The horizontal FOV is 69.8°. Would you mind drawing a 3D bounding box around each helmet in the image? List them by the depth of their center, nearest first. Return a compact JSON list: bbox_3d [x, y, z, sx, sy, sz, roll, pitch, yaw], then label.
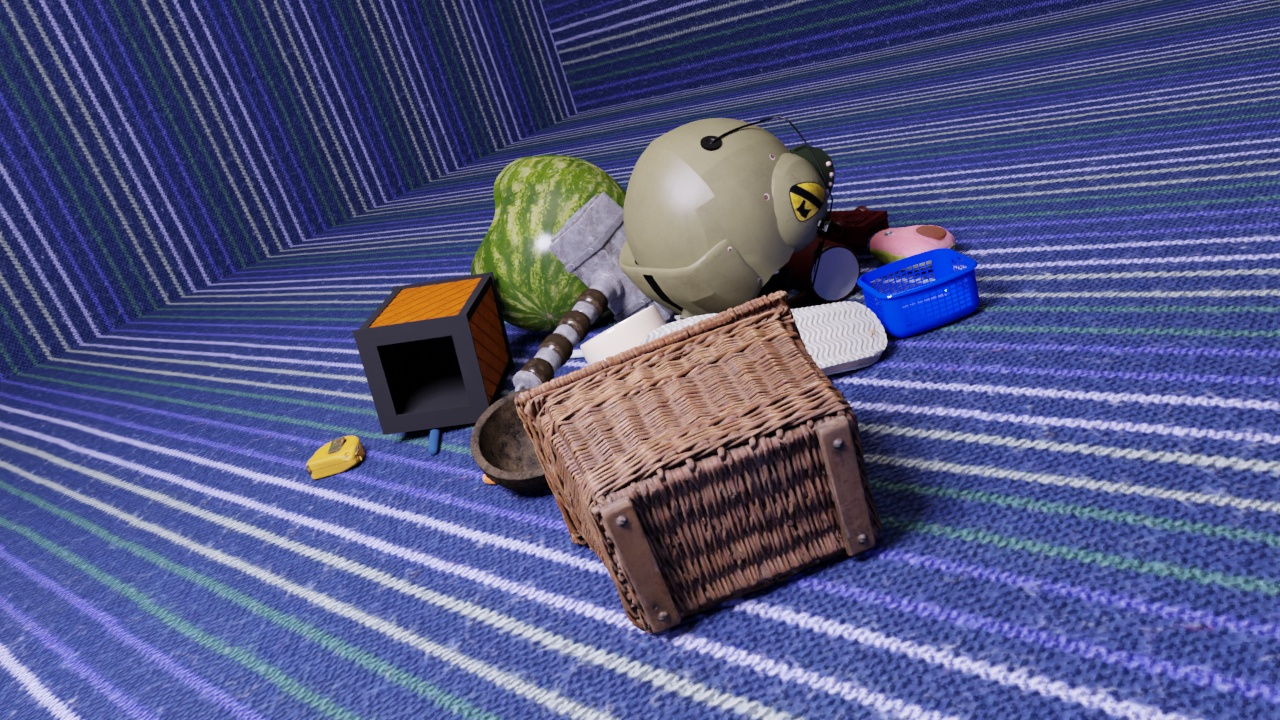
[{"bbox_3d":[0.092,-0.154,1.085,0.232,0.256,0.251,-29,23,-32],"label":"helmet"},{"bbox_3d":[-0.112,-0.157,1.327,0.243,0.213,0.246,5,57,18],"label":"helmet"}]

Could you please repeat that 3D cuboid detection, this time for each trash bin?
[{"bbox_3d":[-0.259,-0.013,1.186,0.140,0.140,0.171,-8,22,5],"label":"trash bin"}]

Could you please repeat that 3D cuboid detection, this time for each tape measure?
[{"bbox_3d":[-0.377,0.117,1.151,0.068,0.030,0.058,-15,24,8],"label":"tape measure"}]

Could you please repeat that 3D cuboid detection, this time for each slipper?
[{"bbox_3d":[0.128,-0.008,0.968,0.262,0.052,0.115,-9,52,-9],"label":"slipper"}]

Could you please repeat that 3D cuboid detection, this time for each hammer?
[{"bbox_3d":[-0.076,-0.047,1.111,0.080,0.177,0.325,-30,20,50],"label":"hammer"}]

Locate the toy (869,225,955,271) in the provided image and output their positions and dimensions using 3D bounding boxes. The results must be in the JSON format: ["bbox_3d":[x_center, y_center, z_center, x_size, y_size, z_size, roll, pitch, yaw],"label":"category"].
[{"bbox_3d":[0.338,-0.142,1.160,0.089,0.051,0.110,-31,24,-31],"label":"toy"}]

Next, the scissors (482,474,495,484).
[{"bbox_3d":[-0.125,0.099,1.017,0.125,0.011,0.131,-29,27,-25],"label":"scissors"}]

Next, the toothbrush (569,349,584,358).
[{"bbox_3d":[-0.039,-0.011,1.206,0.187,0.012,0.017,-4,30,32],"label":"toothbrush"}]

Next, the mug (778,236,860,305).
[{"bbox_3d":[0.214,-0.105,1.162,0.105,0.073,0.082,-46,25,-1],"label":"mug"}]

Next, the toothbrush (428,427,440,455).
[{"bbox_3d":[-0.260,0.079,1.168,0.014,0.014,0.167,-12,21,-5],"label":"toothbrush"}]

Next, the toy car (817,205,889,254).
[{"bbox_3d":[0.265,-0.178,1.289,0.070,0.062,0.170,-32,25,-30],"label":"toy car"}]

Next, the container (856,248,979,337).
[{"bbox_3d":[0.308,-0.073,1.012,0.114,0.058,0.096,-20,22,-3],"label":"container"}]

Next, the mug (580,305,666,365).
[{"bbox_3d":[-0.006,0.006,1.027,0.096,0.100,0.120,-31,4,-21],"label":"mug"}]

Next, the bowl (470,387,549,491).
[{"bbox_3d":[-0.109,0.091,0.950,0.121,0.056,0.121,-7,45,7],"label":"bowl"}]

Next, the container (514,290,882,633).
[{"bbox_3d":[0.054,0.083,0.724,0.250,0.162,0.183,-22,26,-6],"label":"container"}]
